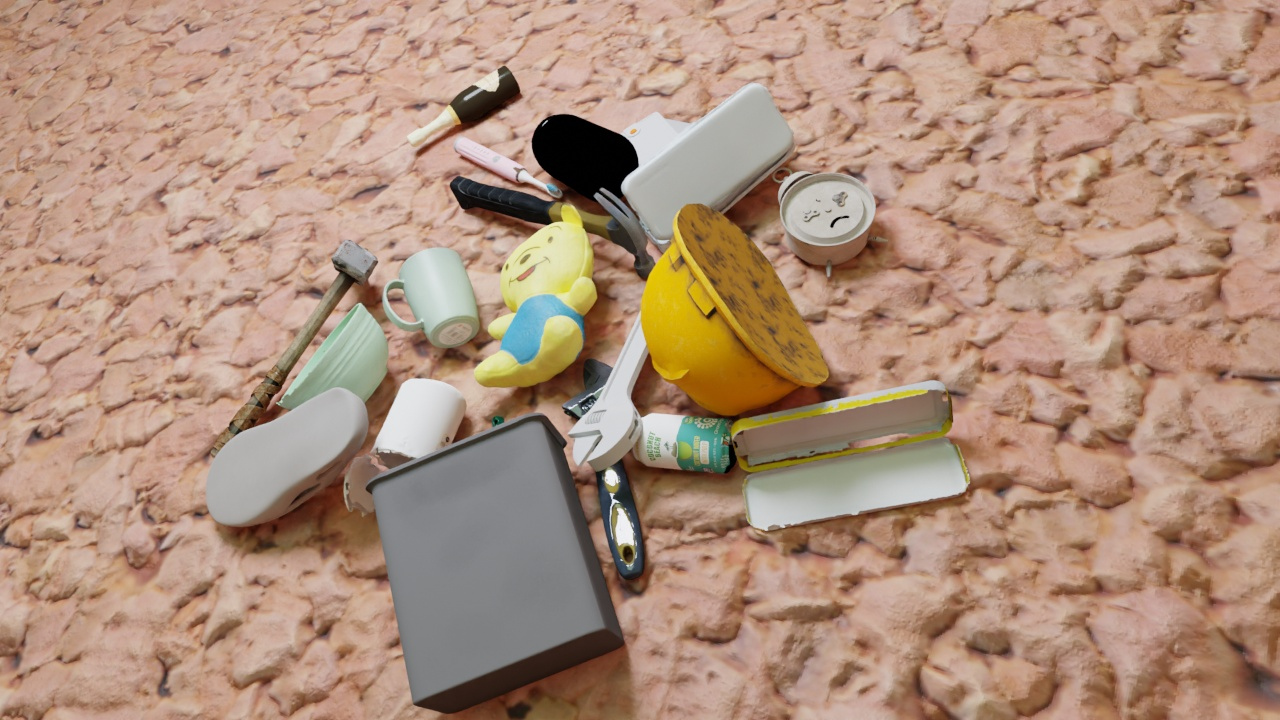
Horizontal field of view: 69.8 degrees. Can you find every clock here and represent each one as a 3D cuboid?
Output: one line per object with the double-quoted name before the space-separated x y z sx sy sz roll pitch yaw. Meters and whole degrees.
"clock" 0.203 -0.170 1.055 0.103 0.061 0.157 -31 59 -7

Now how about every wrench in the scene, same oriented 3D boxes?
"wrench" -0.033 0.105 0.960 0.073 0.022 0.273 -16 50 0
"wrench" -0.006 0.006 0.987 0.087 0.018 0.272 -12 40 39

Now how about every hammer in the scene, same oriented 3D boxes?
"hammer" -0.125 -0.189 1.162 0.333 0.118 0.025 20 59 36
"hammer" -0.435 -0.012 1.154 0.049 0.122 0.318 34 73 -13

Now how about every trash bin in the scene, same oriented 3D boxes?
"trash bin" -0.139 0.189 0.869 0.192 0.098 0.219 -22 61 3

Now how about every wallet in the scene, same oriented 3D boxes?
"wallet" 0.020 -0.282 1.198 0.115 0.037 0.118 -32 39 3

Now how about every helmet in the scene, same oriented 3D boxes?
"helmet" 0.072 -0.033 0.939 0.132 0.205 0.255 -42 30 22

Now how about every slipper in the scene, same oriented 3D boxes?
"slipper" -0.380 0.113 1.032 0.267 0.080 0.112 -29 63 27

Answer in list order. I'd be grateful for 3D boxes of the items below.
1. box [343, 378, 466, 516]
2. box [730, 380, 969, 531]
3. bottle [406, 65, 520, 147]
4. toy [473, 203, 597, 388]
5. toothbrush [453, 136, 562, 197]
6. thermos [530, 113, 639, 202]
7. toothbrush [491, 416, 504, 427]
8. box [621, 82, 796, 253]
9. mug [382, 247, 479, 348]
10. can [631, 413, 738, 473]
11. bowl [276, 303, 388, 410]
"box" -0.258 0.101 1.011 0.092 0.083 0.165 9 59 13
"box" 0.196 0.091 0.872 0.210 0.057 0.117 -12 90 10
"bottle" -0.269 -0.376 1.379 0.184 0.045 0.045 -34 52 -7
"toy" -0.112 -0.068 1.071 0.149 0.084 0.213 -24 47 26
"toothbrush" -0.185 -0.269 1.284 0.223 0.026 0.027 31 81 34
"thermos" -0.081 -0.267 1.183 0.086 0.086 0.198 -35 32 -8
"toothbrush" -0.147 0.137 0.979 0.016 0.017 0.189 -19 51 7
"box" 0.070 -0.238 1.078 0.215 0.127 0.106 -41 42 2
"mug" -0.256 -0.071 1.118 0.111 0.084 0.104 -8 57 -28
"can" 0.045 0.083 0.927 0.102 0.055 0.054 3 56 21
"bowl" -0.351 0.012 1.087 0.151 0.077 0.150 -44 20 20
